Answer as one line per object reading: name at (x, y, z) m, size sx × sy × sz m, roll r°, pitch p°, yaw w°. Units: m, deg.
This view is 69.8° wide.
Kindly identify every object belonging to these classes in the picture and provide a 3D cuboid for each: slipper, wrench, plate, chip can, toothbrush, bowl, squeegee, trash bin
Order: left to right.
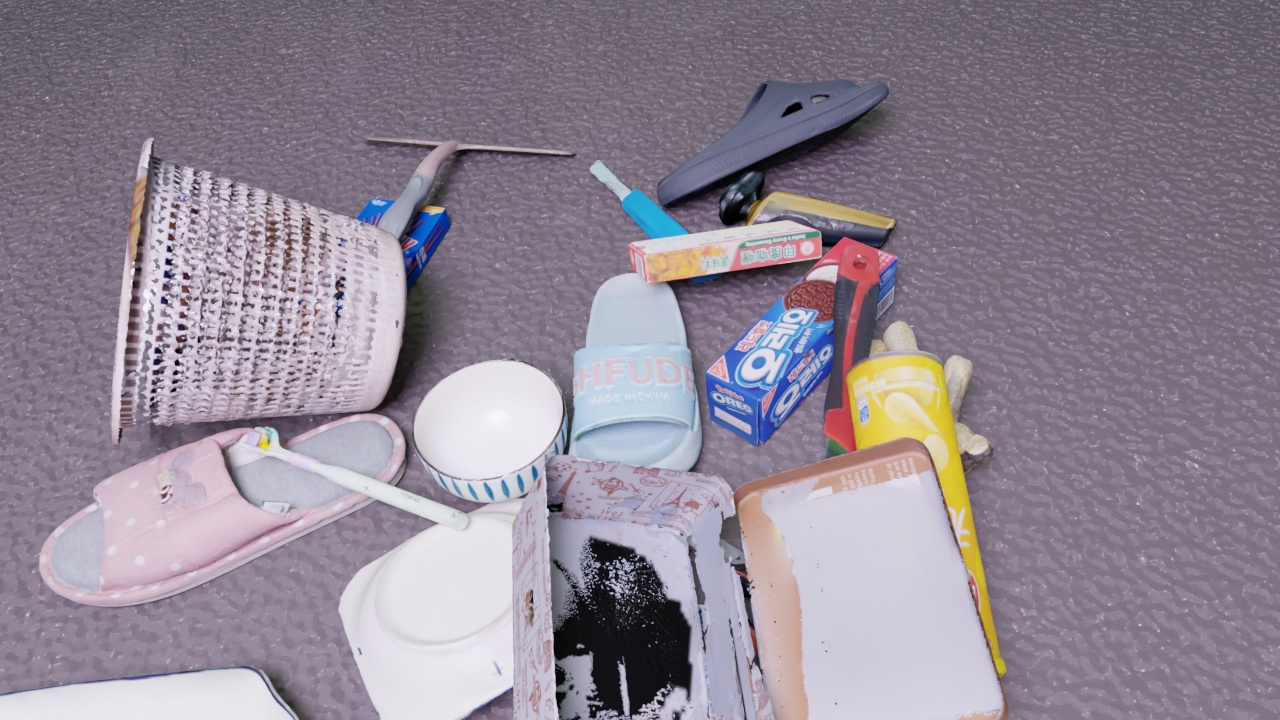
plate at (-0.333, 0.277, 0.559) m, size 0.265 × 0.034 × 0.161 m, roll -7°, pitch 49°, yaw -1°
slipper at (-0.315, 0.103, 0.700) m, size 0.274 × 0.054 × 0.114 m, roll -19°, pitch 49°, yaw -13°
trash bin at (-0.296, -0.042, 0.719) m, size 0.192 × 0.228 × 0.227 m, roll 6°, pitch 42°, yaw -28°
toothbrush at (-0.209, 0.087, 0.671) m, size 0.190 × 0.020 × 0.029 m, roll 18°, pitch 33°, yaw 16°
squeegee at (-0.214, -0.178, 0.920) m, size 0.248 × 0.040 × 0.248 m, roll 6°, pitch 39°, yaw 8°
plate at (-0.121, 0.159, 0.628) m, size 0.164 × 0.034 × 0.163 m, roll -27°, pitch 40°, yaw -18°
bowl at (-0.111, 0.063, 0.709) m, size 0.116 × 0.066 × 0.116 m, roll -3°, pitch 48°, yaw 4°
slipper at (-0.004, 0.004, 0.745) m, size 0.104 × 0.074 × 0.244 m, roll -2°, pitch 45°, yaw 2°
slipper at (0.126, -0.238, 0.915) m, size 0.268 × 0.111 × 0.083 m, roll -26°, pitch 93°, yaw -12°
wrench at (0.161, 0.030, 0.696) m, size 0.056 × 0.016 × 0.272 m, roll 3°, pitch 67°, yaw 6°
chip can at (0.185, 0.102, 0.610) m, size 0.072 × 0.072 × 0.213 m, roll -3°, pitch 64°, yaw 3°

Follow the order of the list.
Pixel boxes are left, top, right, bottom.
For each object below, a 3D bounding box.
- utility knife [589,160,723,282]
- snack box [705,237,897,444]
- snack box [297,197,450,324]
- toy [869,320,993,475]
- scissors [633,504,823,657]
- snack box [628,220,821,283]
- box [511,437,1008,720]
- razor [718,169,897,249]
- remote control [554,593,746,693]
utility knife at (0.008, -0.145, 0.914) m, size 0.034 × 0.018 × 0.216 m, roll -29°, pitch 53°, yaw -17°
snack box at (0.138, -0.020, 0.767) m, size 0.058 × 0.057 × 0.207 m, roll 28°, pitch 57°, yaw 31°
snack box at (-0.256, -0.097, 0.890) m, size 0.084 × 0.026 × 0.156 m, roll 10°, pitch 50°, yaw 13°
toy at (0.214, 0.032, 0.718) m, size 0.105 × 0.066 × 0.157 m, roll -34°, pitch 41°, yaw 18°
scissors at (0.057, 0.147, 0.635) m, size 0.205 × 0.015 × 0.196 m, roll 9°, pitch 28°, yaw -1°
snack box at (0.073, -0.098, 0.811) m, size 0.155 × 0.027 × 0.077 m, roll -9°, pitch 17°, yaw -8°
box at (0.056, 0.147, 0.541) m, size 0.274 × 0.125 × 0.178 m, roll -5°, pitch 53°, yaw -1°
razor at (0.159, -0.140, 0.876) m, size 0.167 × 0.062 × 0.067 m, roll 12°, pitch 80°, yaw 9°
remote control at (0.004, 0.181, 0.593) m, size 0.135 × 0.019 × 0.056 m, roll 13°, pitch 49°, yaw -14°
